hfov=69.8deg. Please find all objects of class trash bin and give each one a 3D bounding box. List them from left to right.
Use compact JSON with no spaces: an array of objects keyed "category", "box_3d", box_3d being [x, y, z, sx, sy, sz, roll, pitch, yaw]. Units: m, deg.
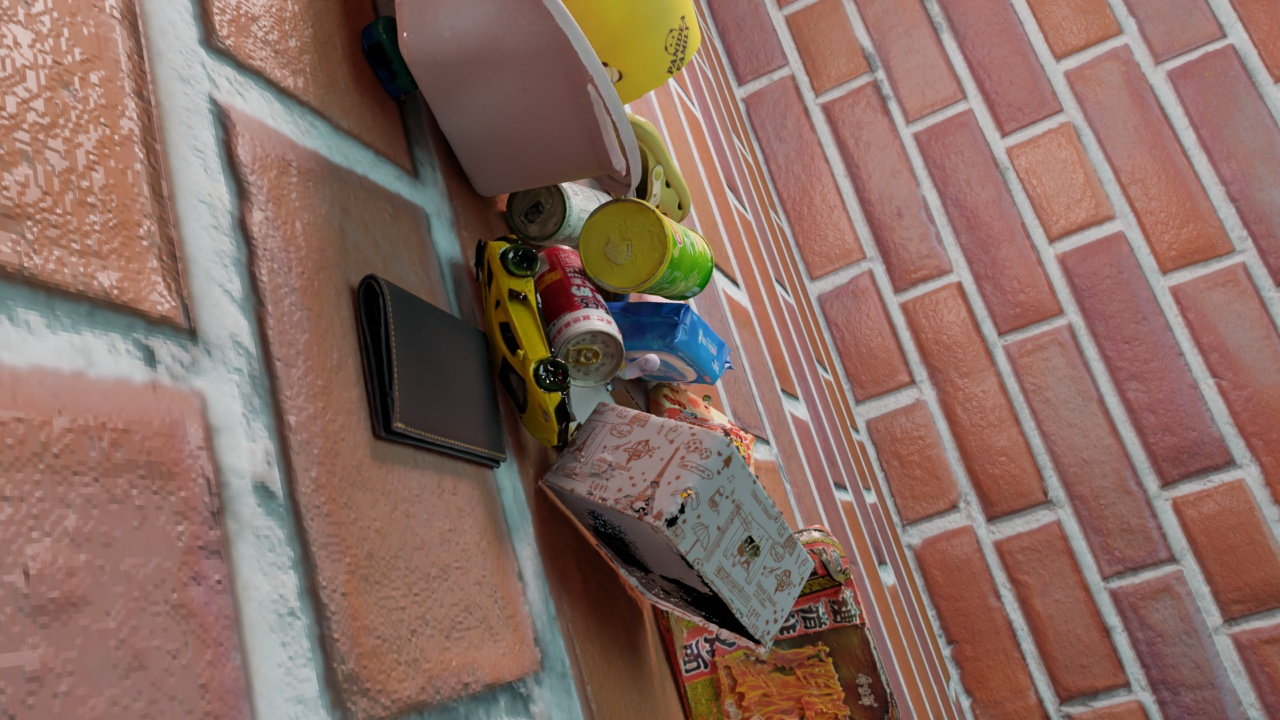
[{"category":"trash bin","box_3d":[-0.069,-0.395,0.886,0.229,0.230,0.255,-92,160,-48]}]

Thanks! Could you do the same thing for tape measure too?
[{"category":"tape measure","box_3d":[-0.173,-0.217,0.654,0.054,0.025,0.058,60,18,-29]}]

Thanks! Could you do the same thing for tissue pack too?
[{"category":"tissue pack","box_3d":[0.024,-0.013,0.888,0.157,0.095,0.052,38,57,-58]}]

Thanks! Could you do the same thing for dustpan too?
[{"category":"dustpan","box_3d":[-0.088,-0.241,0.688,0.223,0.139,0.273,66,13,-63]}]

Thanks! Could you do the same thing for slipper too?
[{"category":"slipper","box_3d":[-0.005,-0.215,1.102,0.081,0.092,0.190,-59,150,-18]}]

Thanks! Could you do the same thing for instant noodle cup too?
[{"category":"instant noodle cup","box_3d":[0.109,0.246,0.753,0.079,0.164,0.188,93,-18,-73]}]

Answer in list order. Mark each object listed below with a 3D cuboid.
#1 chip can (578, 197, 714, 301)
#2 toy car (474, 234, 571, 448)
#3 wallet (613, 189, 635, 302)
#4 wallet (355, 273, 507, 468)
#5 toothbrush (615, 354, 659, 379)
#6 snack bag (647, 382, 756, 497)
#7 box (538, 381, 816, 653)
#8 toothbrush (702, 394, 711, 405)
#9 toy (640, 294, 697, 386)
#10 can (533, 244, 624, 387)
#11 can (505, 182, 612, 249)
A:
[{"category":"chip can","box_3d":[0.013,-0.089,0.781,0.221,0.073,0.072,-6,75,-76]},{"category":"toy car","box_3d":[-0.080,-0.013,0.621,0.071,0.041,0.155,119,-45,-63]},{"category":"wallet","box_3d":[-0.018,-0.113,0.935,0.120,0.019,0.097,-94,-168,-47]},{"category":"wallet","box_3d":[-0.120,0.010,0.546,0.122,0.020,0.096,33,42,-64]},{"category":"toothbrush","box_3d":[-0.004,0.004,0.762,0.189,0.029,0.021,167,-75,-81]},{"category":"snack bag","box_3d":[0.062,0.111,0.879,0.128,0.073,0.207,27,34,-17]},{"category":"box","box_3d":[0.004,0.092,0.701,0.179,0.124,0.274,54,-6,-37]},{"category":"toothbrush","box_3d":[0.075,0.088,1.049,0.012,0.017,0.185,45,24,-17]},{"category":"toy","box_3d":[0.034,-0.041,1.034,0.121,0.054,0.159,59,11,-29]},{"category":"can","box_3d":[-0.052,-0.036,0.690,0.053,0.053,0.132,55,4,-36]},{"category":"can","box_3d":[-0.065,-0.130,0.819,0.058,0.058,0.146,68,17,2]}]
